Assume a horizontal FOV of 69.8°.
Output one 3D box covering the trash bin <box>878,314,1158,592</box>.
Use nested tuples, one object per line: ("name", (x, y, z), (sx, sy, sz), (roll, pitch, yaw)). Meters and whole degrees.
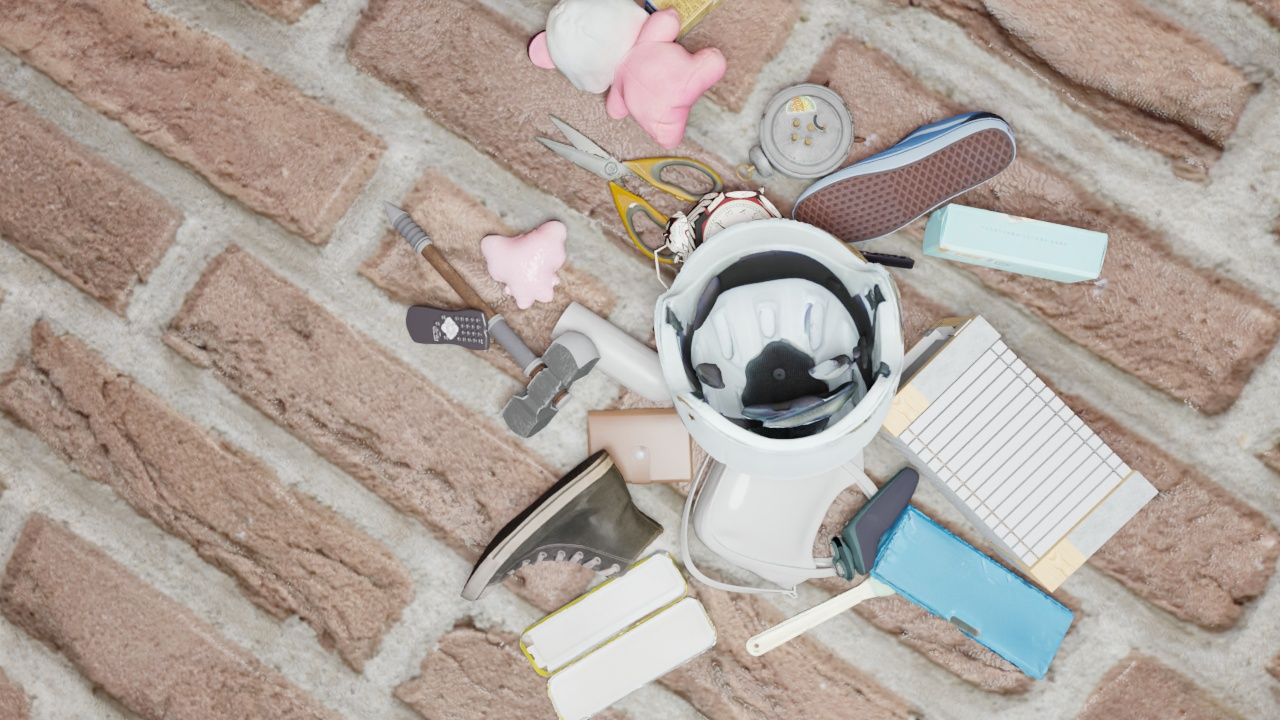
("trash bin", (0.372, 0.090, 0.973), (0.142, 0.142, 0.247), (-45, 89, 3))

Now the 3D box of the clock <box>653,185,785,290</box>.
("clock", (0.083, -0.124, 1.016), (0.154, 0.065, 0.115), (-28, 105, -12))

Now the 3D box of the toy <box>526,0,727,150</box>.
("toy", (-0.019, -0.333, 1.001), (0.213, 0.084, 0.142), (43, 123, 11))

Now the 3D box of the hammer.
("hammer", (-0.191, -0.069, 1.042), (0.322, 0.042, 0.156), (47, 124, 10))

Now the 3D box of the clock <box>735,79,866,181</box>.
("clock", (0.171, -0.244, 1.021), (0.148, 0.056, 0.104), (-32, 89, 2))

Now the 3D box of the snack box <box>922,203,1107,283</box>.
("snack box", (0.404, -0.127, 1.000), (0.175, 0.075, 0.053), (13, 91, 3))

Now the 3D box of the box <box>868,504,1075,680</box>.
("box", (0.367, 0.257, 1.016), (0.231, 0.048, 0.093), (34, 93, -3))

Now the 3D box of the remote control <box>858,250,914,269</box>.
("remote control", (0.237, -0.117, 1.033), (0.136, 0.032, 0.015), (8, 103, 3))

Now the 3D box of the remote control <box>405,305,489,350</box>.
("remote control", (-0.221, -0.038, 1.042), (0.125, 0.009, 0.046), (6, 107, 32))

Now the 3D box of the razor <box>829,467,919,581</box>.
("razor", (0.258, 0.177, 1.002), (0.052, 0.047, 0.142), (41, 82, 3))

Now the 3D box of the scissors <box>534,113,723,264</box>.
("scissors", (-0.011, -0.219, 1.052), (0.162, 0.016, 0.225), (-44, 89, 3))

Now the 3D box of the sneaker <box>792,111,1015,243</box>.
("sneaker", (0.288, -0.204, 1.016), (0.242, 0.098, 0.083), (-21, 115, 23))

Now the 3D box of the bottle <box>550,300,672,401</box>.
("bottle", (-0.006, 0.006, 1.039), (0.195, 0.052, 0.052), (32, 93, 2))

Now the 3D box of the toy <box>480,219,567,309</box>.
("toy", (-0.126, -0.109, 1.044), (0.102, 0.050, 0.093), (-15, 94, 8))

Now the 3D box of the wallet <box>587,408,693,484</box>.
("wallet", (-0.001, 0.100, 1.060), (0.121, 0.013, 0.087), (-2, 91, 5))

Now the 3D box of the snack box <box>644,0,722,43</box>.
("snack box", (0.097, -0.448, 1.021), (0.207, 0.057, 0.056), (-43, 92, 3))

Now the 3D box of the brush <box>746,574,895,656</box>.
("brush", (0.219, 0.284, 1.054), (0.218, 0.012, 0.033), (-29, 89, 5))

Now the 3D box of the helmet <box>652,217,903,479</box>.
("helmet", (0.138, -0.001, 0.921), (0.236, 0.164, 0.263), (-10, 57, 2))

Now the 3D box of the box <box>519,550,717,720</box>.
("box", (-0.027, 0.320, 1.058), (0.210, 0.038, 0.129), (-31, 81, 3))

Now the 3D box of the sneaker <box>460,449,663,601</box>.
("sneaker", (-0.093, 0.217, 1.035), (0.235, 0.095, 0.120), (-39, 95, 2))

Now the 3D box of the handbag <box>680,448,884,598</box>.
("handbag", (0.176, 0.173, 1.035), (0.222, 0.095, 0.216), (25, 93, -10))
